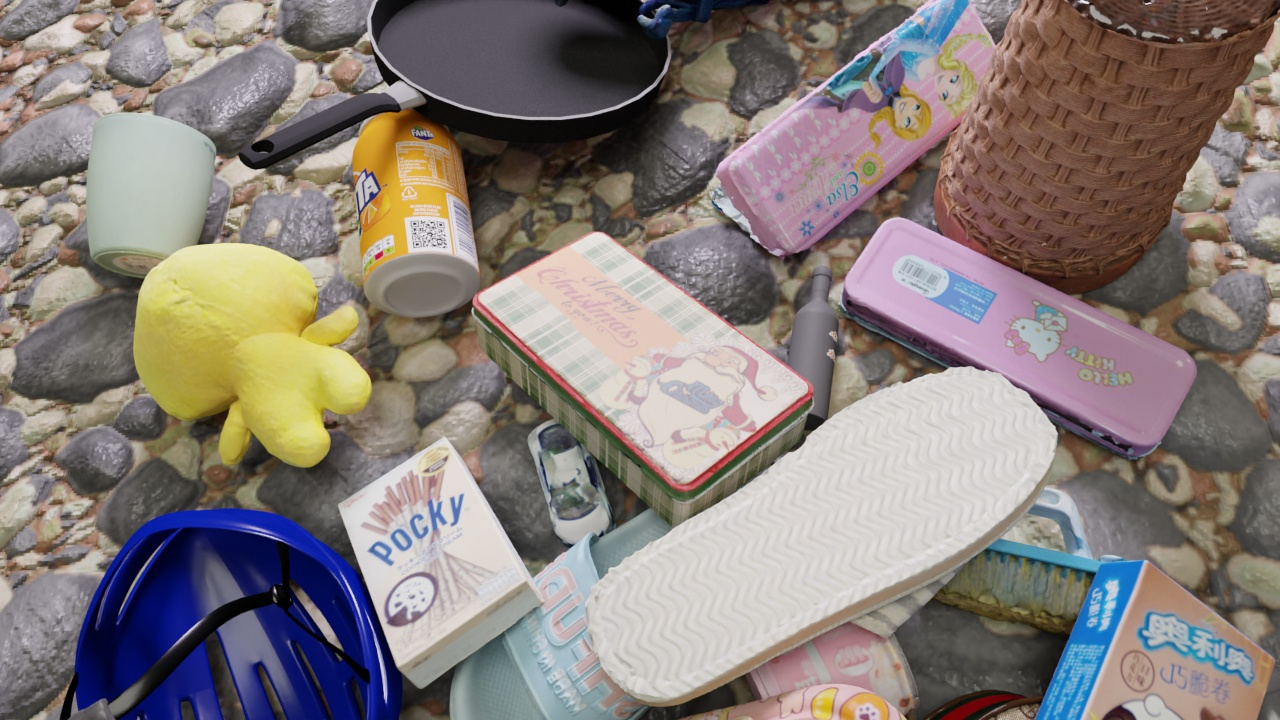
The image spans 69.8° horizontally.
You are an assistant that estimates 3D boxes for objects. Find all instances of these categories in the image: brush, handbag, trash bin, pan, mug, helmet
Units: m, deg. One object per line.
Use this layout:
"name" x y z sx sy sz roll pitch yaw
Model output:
"brush" 0.226 0.111 0.516 0.136 0.055 0.075 12 72 12
"handbag" 0.189 0.247 0.462 0.166 0.063 0.138 -29 82 -12
"trash bin" 0.270 -0.154 0.552 0.151 0.210 0.151 -3 64 6
"pan" -0.131 -0.206 0.662 0.225 0.034 0.355 35 53 19
"mug" -0.381 -0.117 0.696 0.111 0.084 0.104 -10 73 33
"helmet" -0.219 0.149 0.458 0.147 0.228 0.241 -34 62 -10

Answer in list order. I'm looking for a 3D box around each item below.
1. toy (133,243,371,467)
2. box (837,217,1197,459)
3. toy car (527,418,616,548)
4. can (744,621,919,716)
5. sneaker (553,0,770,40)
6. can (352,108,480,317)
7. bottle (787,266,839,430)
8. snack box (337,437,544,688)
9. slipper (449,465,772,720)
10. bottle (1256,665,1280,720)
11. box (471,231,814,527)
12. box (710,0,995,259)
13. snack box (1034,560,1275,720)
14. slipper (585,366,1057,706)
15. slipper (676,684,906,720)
"toy" -0.264 -0.009 0.617 0.208 0.092 0.133 36 77 18
"box" 0.236 -0.016 0.589 0.214 0.036 0.076 30 75 19
"toy car" -0.045 0.076 0.583 0.038 0.027 0.089 -19 64 -5
"can" 0.100 0.172 0.497 0.076 0.067 0.067 -22 64 -4
"sneaker" 0.067 -0.304 0.713 0.294 0.120 0.127 -2 97 -7
"can" -0.162 -0.106 0.656 0.079 0.079 0.142 -14 64 0
"bottle" 0.114 -0.012 0.603 0.030 0.030 0.112 8 66 10
"snack box" -0.123 0.112 0.544 0.082 0.026 0.150 -34 40 -10
"slipper" -0.004 0.138 0.523 0.245 0.074 0.104 -34 64 -11
"bottle" 0.333 0.211 0.465 0.036 0.036 0.109 -16 64 -1
"box" -0.003 0.003 0.571 0.117 0.050 0.205 -30 54 -29
"box" 0.154 -0.169 0.670 0.230 0.077 0.084 -39 103 -12
"snack box" 0.238 0.183 0.439 0.087 0.034 0.151 37 69 -5
"slipper" 0.098 0.092 0.486 0.272 0.054 0.114 -29 45 -13
"slipper" 0.038 0.216 0.435 0.198 0.081 0.093 -34 75 25
